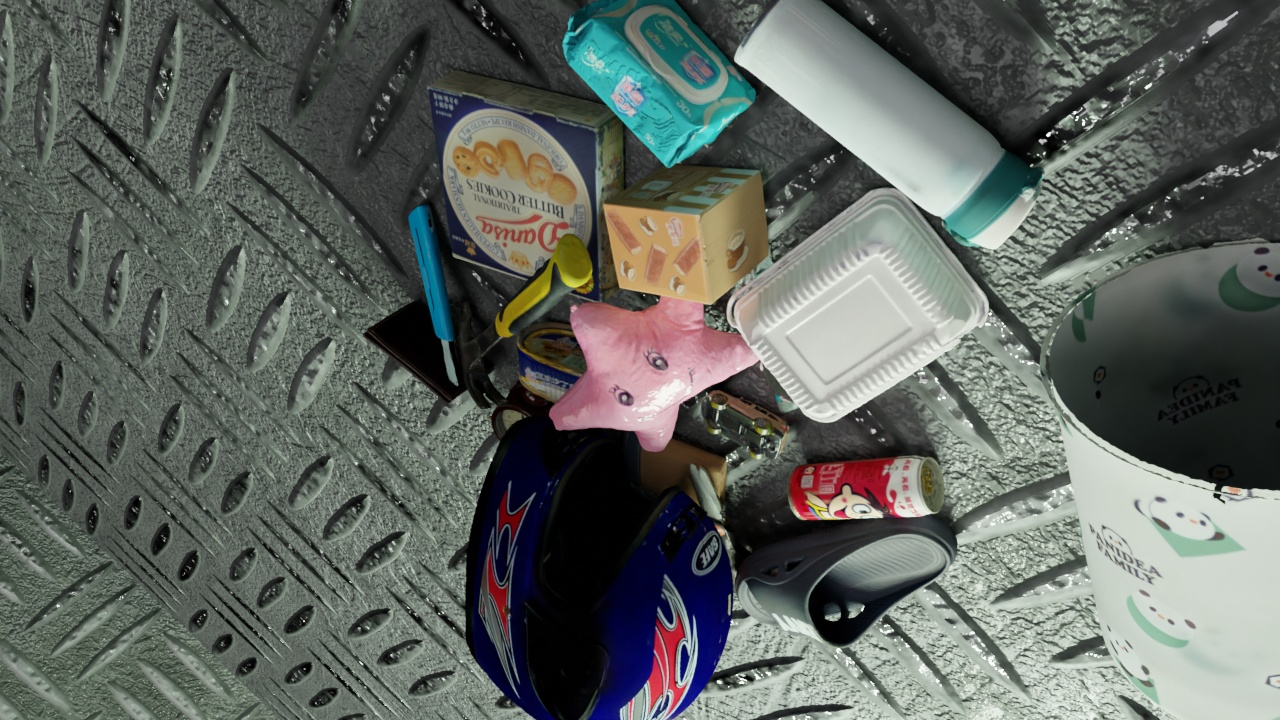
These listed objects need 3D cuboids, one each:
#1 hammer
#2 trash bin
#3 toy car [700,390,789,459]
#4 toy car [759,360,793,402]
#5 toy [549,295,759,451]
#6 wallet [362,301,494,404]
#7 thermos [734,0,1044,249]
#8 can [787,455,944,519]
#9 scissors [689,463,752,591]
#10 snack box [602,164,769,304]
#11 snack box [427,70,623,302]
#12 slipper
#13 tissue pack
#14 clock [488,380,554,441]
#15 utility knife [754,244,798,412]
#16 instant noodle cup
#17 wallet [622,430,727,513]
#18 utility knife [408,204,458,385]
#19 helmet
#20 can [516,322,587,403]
[{"bbox_3d":[-0.121,-0.038,0.877,0.324,0.031,0.126,-28,76,60],"label":"hammer"},{"bbox_3d":[0.384,0.091,0.574,0.230,0.228,0.252,4,130,34],"label":"trash bin"},{"bbox_3d":[0.099,0.059,0.882,0.090,0.035,0.042,27,134,24],"label":"toy car"},{"bbox_3d":[0.158,-0.004,0.784,0.123,0.037,0.056,-26,101,43],"label":"toy car"},{"bbox_3d":[-0.005,0.005,0.823,0.195,0.074,0.178,-42,122,18],"label":"toy"},{"bbox_3d":[-0.234,-0.011,1.025,0.122,0.096,0.020,39,124,3],"label":"wallet"},{"bbox_3d":[0.171,-0.163,0.629,0.224,0.073,0.073,39,137,3],"label":"thermos"},{"bbox_3d":[0.204,0.117,0.838,0.133,0.053,0.053,-11,116,41],"label":"can"},{"bbox_3d":[0.072,0.184,0.983,0.143,0.021,0.235,-9,127,46],"label":"scissors"},{"bbox_3d":[0.039,-0.105,0.743,0.094,0.092,0.077,13,127,36],"label":"snack box"},{"bbox_3d":[-0.102,-0.158,0.846,0.178,0.045,0.183,19,132,23],"label":"snack box"},{"bbox_3d":[0.187,0.226,0.902,0.110,0.083,0.269,37,136,-16],"label":"slipper"},{"bbox_3d":[0.014,-0.217,0.680,0.133,0.093,0.050,45,141,-4],"label":"tissue pack"},{"bbox_3d":[-0.115,0.062,1.024,0.122,0.055,0.082,-28,104,44],"label":"clock"},{"bbox_3d":[0.114,-0.043,0.804,0.029,0.013,0.223,7,126,34],"label":"utility knife"},{"bbox_3d":[0.162,-0.031,0.707,0.174,0.060,0.138,-37,97,28],"label":"instant noodle cup"},{"bbox_3d":[0.036,0.116,0.976,0.115,0.033,0.090,20,136,21],"label":"wallet"},{"bbox_3d":[-0.216,-0.067,0.977,0.034,0.018,0.194,-1,103,46],"label":"utility knife"},{"bbox_3d":[-0.027,0.223,0.919,0.241,0.246,0.316,11,112,18],"label":"helmet"},{"bbox_3d":[-0.059,0.009,0.928,0.148,0.074,0.049,19,130,25],"label":"can"}]
